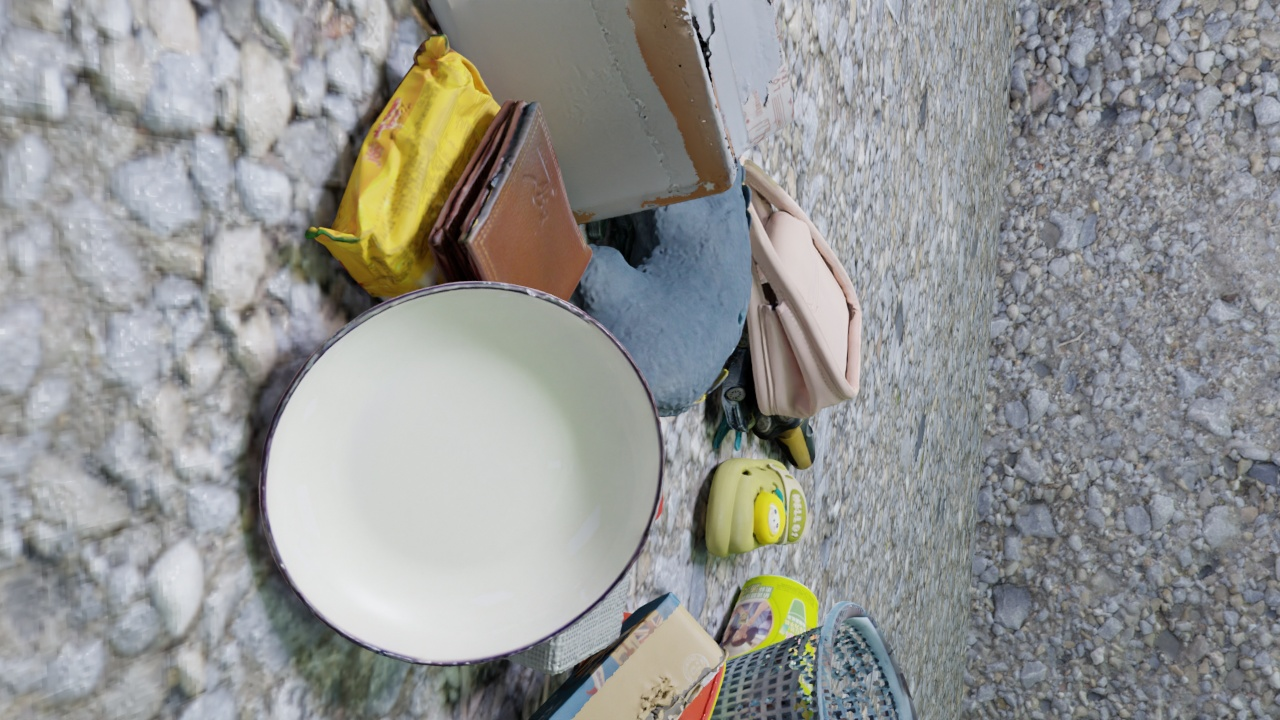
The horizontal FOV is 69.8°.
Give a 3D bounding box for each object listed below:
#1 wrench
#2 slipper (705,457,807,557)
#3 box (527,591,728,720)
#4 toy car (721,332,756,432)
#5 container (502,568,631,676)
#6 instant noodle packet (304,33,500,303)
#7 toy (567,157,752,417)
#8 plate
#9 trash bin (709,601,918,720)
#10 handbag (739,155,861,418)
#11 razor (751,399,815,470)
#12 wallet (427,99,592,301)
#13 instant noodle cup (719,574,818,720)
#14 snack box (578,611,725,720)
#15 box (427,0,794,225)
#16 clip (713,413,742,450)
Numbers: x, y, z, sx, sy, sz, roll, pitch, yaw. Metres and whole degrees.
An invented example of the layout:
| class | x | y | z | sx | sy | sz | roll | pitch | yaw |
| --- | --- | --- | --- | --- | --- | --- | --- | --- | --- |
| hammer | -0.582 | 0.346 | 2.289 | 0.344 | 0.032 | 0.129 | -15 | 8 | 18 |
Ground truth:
| class | x | y | z | sx | sy | sz | roll | pitch | yaw |
| --- | --- | --- | --- | --- | --- | --- | --- | --- | --- |
| wrench | -0.004 | 0.004 | 0.702 | 0.056 | 0.016 | 0.274 | -36 | 126 | -49 |
| slipper | 0.125 | 0.140 | 0.900 | 0.190 | 0.082 | 0.091 | -1 | 93 | -64 |
| box | -0.031 | 0.229 | 0.571 | 0.183 | 0.061 | 0.090 | -37 | 172 | -31 |
| toy car | 0.094 | 0.021 | 0.867 | 0.049 | 0.031 | 0.105 | 64 | 31 | -41 |
| container | -0.056 | 0.116 | 0.553 | 0.090 | 0.090 | 0.114 | -2 | 100 | -61 |
| instant noodle packet | -0.106 | -0.081 | 0.471 | 0.111 | 0.044 | 0.128 | 54 | 52 | -53 |
| toy | 0.016 | -0.042 | 0.621 | 0.355 | 0.092 | 0.138 | -61 | 139 | -37 |
| plate | -0.083 | 0.054 | 0.452 | 0.192 | 0.039 | 0.192 | -4 | 104 | -18 |
| trash bin | 0.104 | 0.325 | 0.737 | 0.226 | 0.195 | 0.226 | 42 | 37 | -45 |
| handbag | 0.126 | -0.082 | 0.843 | 0.234 | 0.093 | 0.192 | 62 | 25 | -27 |
| razor | 0.159 | 0.078 | 0.989 | 0.067 | 0.062 | 0.167 | -45 | 148 | -7 |
| wallet | -0.063 | -0.061 | 0.488 | 0.125 | 0.032 | 0.101 | 73 | 32 | -54 |
| instant noodle cup | 0.129 | 0.284 | 0.913 | 0.123 | 0.112 | 0.112 | -66 | 147 | -43 |
| snack box | 0.005 | 0.235 | 0.688 | 0.080 | 0.091 | 0.081 | 55 | 48 | -42 |
| box | -0.021 | -0.179 | 0.532 | 0.177 | 0.153 | 0.182 | -33 | 130 | -16 |
| clip | 0.088 | 0.062 | 0.876 | 0.014 | 0.040 | 0.056 | 66 | 36 | -46 |
